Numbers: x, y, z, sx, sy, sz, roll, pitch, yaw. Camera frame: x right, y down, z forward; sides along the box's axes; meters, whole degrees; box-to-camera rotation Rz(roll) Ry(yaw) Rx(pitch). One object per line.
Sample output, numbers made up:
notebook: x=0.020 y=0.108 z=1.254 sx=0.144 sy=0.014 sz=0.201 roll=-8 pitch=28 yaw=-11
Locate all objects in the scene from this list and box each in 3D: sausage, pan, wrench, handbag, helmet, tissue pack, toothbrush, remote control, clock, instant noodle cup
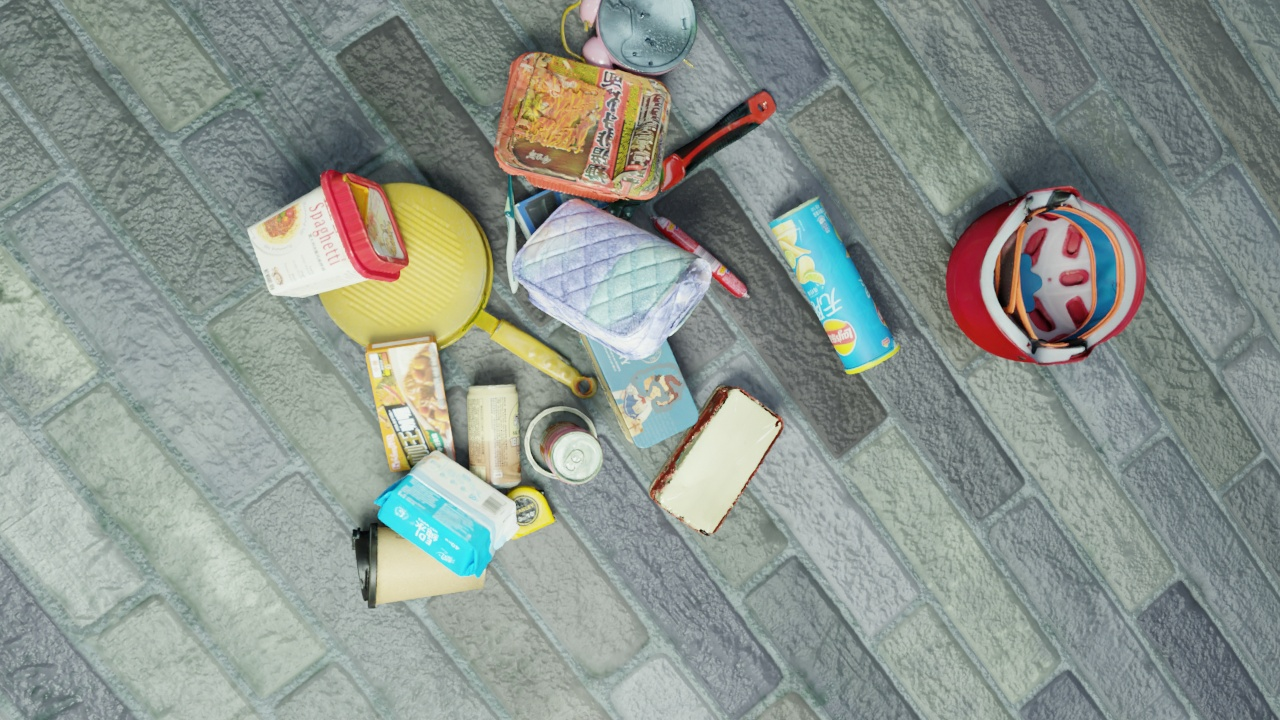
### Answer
sausage: x=0.073 y=-0.126 z=1.110 sx=0.156 sy=0.020 sz=0.020 roll=40 pitch=84 yaw=-6
pan: x=-0.201 y=-0.059 z=1.052 sx=0.357 sy=0.078 sz=0.197 roll=33 pitch=87 yaw=-1
wrench: x=0.060 y=-0.238 z=1.099 sx=0.273 sy=0.016 sz=0.056 roll=-42 pitch=102 yaw=-13
handbag: x=-0.035 y=-0.091 z=1.001 sx=0.194 sy=0.075 sz=0.134 roll=31 pitch=75 yaw=29
helmet: x=0.475 y=-0.098 z=1.118 sx=0.239 sy=0.144 sz=0.207 roll=-6 pitch=91 yaw=-24
tissue pack: x=-0.209 y=0.168 z=0.997 sx=0.140 sy=0.089 sz=0.063 roll=33 pitch=127 yaw=6
toothbrush: x=-0.152 y=-0.166 z=1.050 sx=0.018 sy=0.016 sz=0.191 roll=-5 pitch=73 yaw=0
remote control: x=-0.086 y=-0.185 z=1.081 sx=0.125 sy=0.024 sz=0.049 roll=-27 pitch=94 yaw=-10
clock: x=-0.015 y=-0.387 z=1.077 sx=0.158 sy=0.060 sz=0.117 roll=-5 pitch=91 yaw=-11
instant noodle cup: x=-0.067 y=-0.254 z=1.040 sx=0.188 sy=0.079 sz=0.164 roll=12 pitch=67 yaw=-7
instant noodle cup: x=-0.327 y=-0.123 z=0.958 sx=0.124 sy=0.116 sz=0.116 roll=-21 pitch=89 yaw=8

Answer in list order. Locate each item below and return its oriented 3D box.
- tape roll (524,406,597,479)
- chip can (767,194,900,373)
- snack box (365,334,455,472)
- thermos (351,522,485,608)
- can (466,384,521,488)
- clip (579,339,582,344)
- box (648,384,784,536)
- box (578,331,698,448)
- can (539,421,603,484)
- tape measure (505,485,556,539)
tape roll: x=-0.094 y=0.097 z=1.084 sx=0.085 sy=0.014 sz=0.086 roll=0 pitch=90 yaw=-9
chip can: x=0.233 y=-0.091 z=1.110 sx=0.071 sy=0.071 sz=0.210 roll=-30 pitch=94 yaw=-9
snack box: x=-0.254 y=0.049 z=1.021 sx=0.075 sy=0.026 sz=0.154 roll=-9 pitch=117 yaw=-10
thermos: x=-0.248 y=0.226 z=1.024 sx=0.143 sy=0.093 sz=0.093 roll=1 pitch=89 yaw=-17
can: x=-0.167 y=0.086 z=1.049 sx=0.058 sy=0.058 sz=0.116 roll=-2 pitch=90 yaw=-10
clip: x=-0.053 y=-0.040 z=1.092 sx=0.033 sy=0.013 sz=0.054 roll=45 pitch=82 yaw=-7
box: x=0.089 y=0.116 z=1.083 sx=0.091 sy=0.076 sz=0.168 roll=35 pitch=84 yaw=-9
box: x=-0.006 y=0.006 z=1.068 sx=0.089 sy=0.060 sz=0.184 roll=-28 pitch=102 yaw=-11
can: x=-0.077 y=0.099 z=1.003 sx=0.058 sy=0.147 sz=0.058 roll=0 pitch=90 yaw=-10
tape measure: x=-0.135 y=0.174 z=1.069 sx=0.060 sy=0.029 sz=0.057 roll=-24 pitch=94 yaw=-9
